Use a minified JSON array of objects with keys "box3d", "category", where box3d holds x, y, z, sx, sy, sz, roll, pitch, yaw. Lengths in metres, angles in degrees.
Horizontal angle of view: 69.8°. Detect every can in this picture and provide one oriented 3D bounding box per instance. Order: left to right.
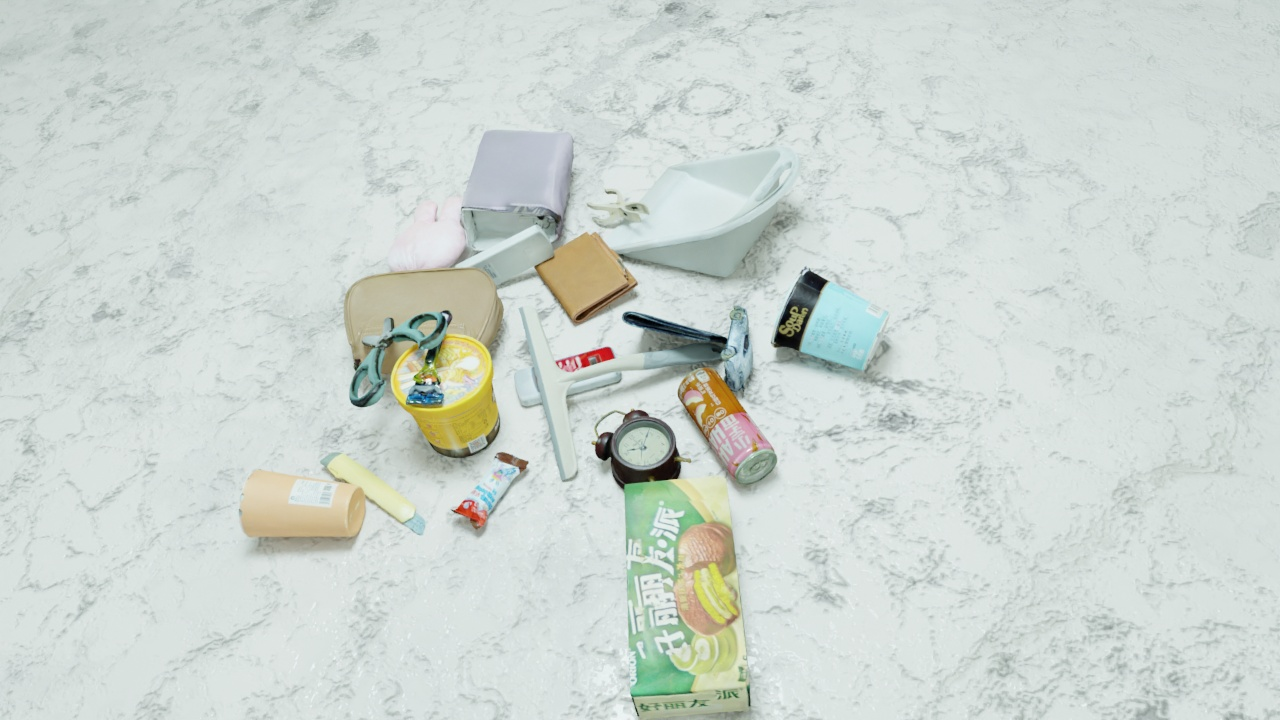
[{"box3d":[0.100,0.075,1.076,0.058,0.058,0.147,-24,50,-13],"category":"can"}]

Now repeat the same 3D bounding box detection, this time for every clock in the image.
[{"box3d":[-0.004,0.103,1.067,0.082,0.055,0.122,-37,57,-22],"category":"clock"}]

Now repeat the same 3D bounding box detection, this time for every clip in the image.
[{"box3d":[-0.025,-0.232,1.359,0.104,0.035,0.089,-1,39,30],"category":"clip"}]

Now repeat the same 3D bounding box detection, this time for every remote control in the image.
[{"box3d":[-0.189,-0.140,1.285,0.135,0.056,0.019,-27,50,3],"category":"remote control"},{"box3d":[-0.094,0.019,1.176,0.136,0.020,0.055,-15,50,-5],"category":"remote control"}]

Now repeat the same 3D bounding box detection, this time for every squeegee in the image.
[{"box3d":[-0.007,0.007,1.144,0.246,0.039,0.246,-11,63,-11],"category":"squeegee"}]

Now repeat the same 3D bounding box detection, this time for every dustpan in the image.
[{"box3d":[0.094,-0.233,1.290,0.258,0.143,0.222,22,55,23],"category":"dustpan"}]

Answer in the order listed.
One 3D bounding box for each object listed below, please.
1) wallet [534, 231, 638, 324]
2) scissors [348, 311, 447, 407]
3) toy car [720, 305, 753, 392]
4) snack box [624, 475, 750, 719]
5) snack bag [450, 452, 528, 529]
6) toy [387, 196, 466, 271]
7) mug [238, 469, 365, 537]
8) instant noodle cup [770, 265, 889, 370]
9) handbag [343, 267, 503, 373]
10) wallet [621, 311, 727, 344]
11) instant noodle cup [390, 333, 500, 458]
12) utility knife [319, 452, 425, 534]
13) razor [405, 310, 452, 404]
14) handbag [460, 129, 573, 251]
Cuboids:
[{"box3d":[-0.077,-0.120,1.281,0.107,0.031,0.131,-33,52,-6],"category":"wallet"},{"box3d":[-0.304,-0.002,1.083,0.175,0.019,0.176,3,53,45],"category":"scissors"},{"box3d":[0.124,-0.015,1.153,0.037,0.054,0.120,1,48,12],"category":"toy car"},{"box3d":[0.045,0.236,0.941,0.114,0.063,0.239,-6,50,4],"category":"snack box"},{"box3d":[-0.175,0.150,1.070,0.045,0.026,0.105,17,52,25],"category":"snack bag"},{"box3d":[-0.308,-0.182,1.354,0.121,0.054,0.159,-4,49,18],"category":"toy"},{"box3d":[-0.385,0.168,1.055,0.123,0.078,0.078,3,50,5],"category":"mug"},{"box3d":[0.238,-0.044,1.138,0.120,0.111,0.111,25,56,15],"category":"instant noodle cup"},{"box3d":[-0.285,-0.047,1.213,0.204,0.100,0.147,-2,57,6],"category":"handbag"},{"box3d":[0.046,-0.041,1.169,0.121,0.097,0.019,15,95,18],"category":"wallet"},{"box3d":[-0.226,0.049,1.106,0.118,0.115,0.118,-4,48,4],"category":"instant noodle cup"},{"box3d":[-0.316,0.155,1.092,0.175,0.019,0.030,27,62,29],"category":"utility knife"},{"box3d":[-0.239,-0.009,1.066,0.043,0.022,0.142,0,49,5],"category":"razor"},{"box3d":[-0.178,-0.255,1.373,0.145,0.098,0.196,-3,48,8],"category":"handbag"}]
